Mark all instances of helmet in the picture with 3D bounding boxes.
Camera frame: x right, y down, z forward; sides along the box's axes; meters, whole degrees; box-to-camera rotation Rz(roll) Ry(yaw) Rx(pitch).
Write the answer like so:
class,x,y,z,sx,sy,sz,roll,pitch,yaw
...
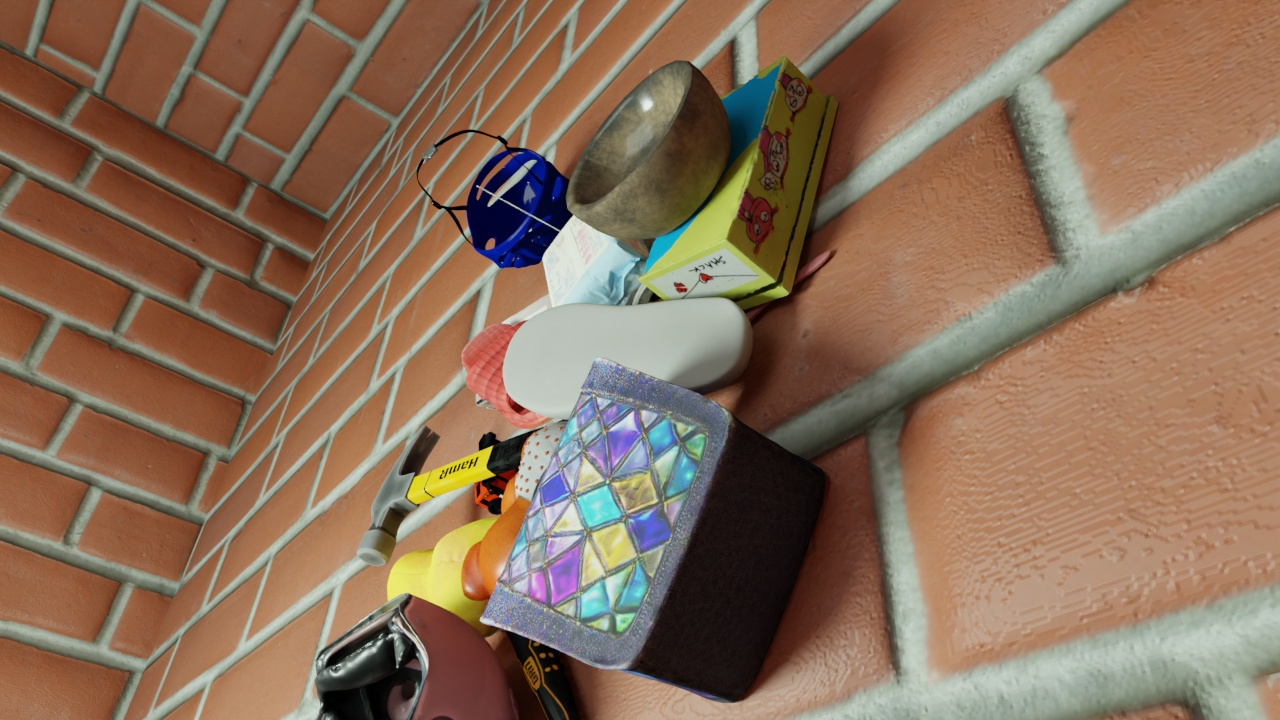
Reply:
class,x,y,z,sx,sy,sz,roll,pitch,yaw
helmet,-0.194,0.334,0.764,0.231,0.152,0.254,-39,36,32
helmet,-0.192,-0.227,1.217,0.148,0.227,0.241,-39,34,18

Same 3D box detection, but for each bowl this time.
class,x,y,z,sx,sy,sz,roll,pitch,yaw
bowl,0.013,-0.174,0.798,0.163,0.070,0.162,-39,31,29

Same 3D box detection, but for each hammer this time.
class,x,y,z,sx,sy,sz,roll,pitch,yaw
hammer,-0.172,0.109,0.967,0.325,0.034,0.169,-22,38,35
hammer,-0.057,0.287,0.709,0.123,0.036,0.320,-59,29,6

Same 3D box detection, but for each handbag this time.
class,x,y,z,sx,sy,sz,roll,pitch,yaw
handbag,-0.006,0.117,0.651,0.222,0.125,0.204,10,73,50

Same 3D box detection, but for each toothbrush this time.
class,x,y,z,sx,sy,sz,roll,pitch,yaw
toothbrush,-0.109,-0.152,1.052,0.010,0.181,0.010,-61,20,5
toothbrush,0.091,-0.038,0.784,0.185,0.015,0.015,-40,33,34

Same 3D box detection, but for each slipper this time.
class,x,y,z,sx,sy,sz,roll,pitch,yaw
slipper,-0.005,0.005,0.819,0.266,0.080,0.112,-7,64,37
slipper,-0.137,0.000,0.972,0.103,0.059,0.249,-46,33,-13

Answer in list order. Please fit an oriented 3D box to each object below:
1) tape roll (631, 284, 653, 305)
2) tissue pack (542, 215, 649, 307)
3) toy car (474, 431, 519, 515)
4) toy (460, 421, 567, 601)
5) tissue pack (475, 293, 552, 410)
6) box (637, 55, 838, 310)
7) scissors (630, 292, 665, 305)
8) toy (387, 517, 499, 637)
class,x,y,z,sx,sy,sz,roll,pitch,yaw
tape roll,0.025,-0.048,0.881,0.093,0.013,0.093,-20,61,42
tissue pack,-0.045,-0.099,0.979,0.112,0.070,0.181,-49,29,19
toy car,-0.157,0.126,1.010,0.049,0.051,0.100,-48,30,18
toy,-0.070,0.140,0.787,0.164,0.093,0.172,8,61,35
tissue pack,-0.127,-0.012,1.092,0.182,0.071,0.103,-31,55,47
box,0.090,-0.151,0.815,0.125,0.082,0.220,-21,41,48
scissors,0.030,-0.079,0.926,0.229,0.016,0.133,-31,38,42
toy,-0.189,0.219,0.940,0.194,0.087,0.134,-26,39,49
